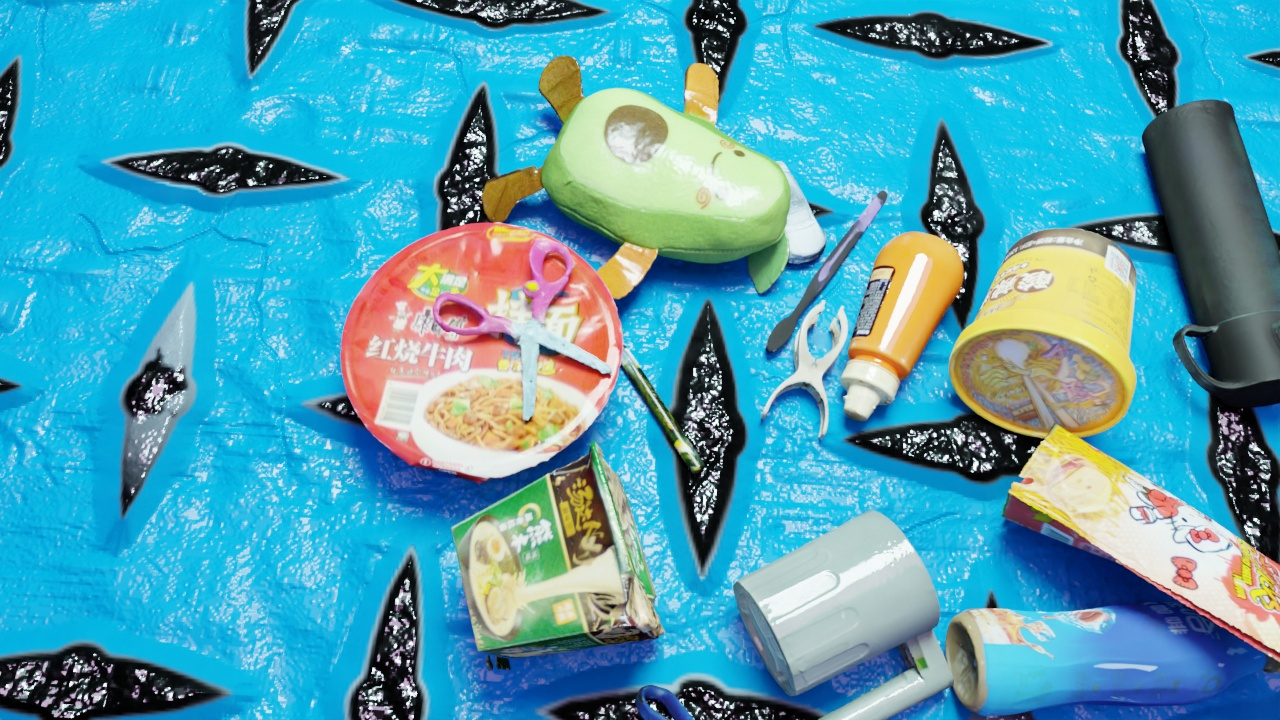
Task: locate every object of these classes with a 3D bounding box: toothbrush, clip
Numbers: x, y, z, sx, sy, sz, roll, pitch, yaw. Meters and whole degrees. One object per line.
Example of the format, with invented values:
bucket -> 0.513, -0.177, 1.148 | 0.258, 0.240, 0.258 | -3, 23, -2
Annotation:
toothbrush -> 0.150, -0.073, 0.729 | 0.014, 0.017, 0.188 | 38, 66, 1
clip -> 0.126, 0.005, 0.682 | 0.070, 0.035, 0.099 | 18, 75, 5
toothbrush -> -0.004, 0.004, 0.683 | 0.012, 0.017, 0.185 | -10, 60, -48

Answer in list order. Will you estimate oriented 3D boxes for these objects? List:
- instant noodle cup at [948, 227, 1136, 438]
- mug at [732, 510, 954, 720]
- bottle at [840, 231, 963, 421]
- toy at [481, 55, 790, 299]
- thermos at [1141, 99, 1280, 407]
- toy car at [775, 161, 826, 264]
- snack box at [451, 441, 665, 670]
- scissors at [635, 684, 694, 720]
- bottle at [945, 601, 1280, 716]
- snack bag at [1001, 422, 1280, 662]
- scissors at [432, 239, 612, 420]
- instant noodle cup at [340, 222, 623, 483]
instant noodle cup -> 0.296, -0.024, 0.659 | 0.118, 0.119, 0.114 | 26, 60, 9
mug -> 0.130, 0.173, 0.584 | 0.103, 0.084, 0.124 | -23, 88, -12
bottle -> 0.187, -0.022, 0.682 | 0.067, 0.067, 0.149 | 25, 74, 9
toy -> 0.006, -0.145, 0.712 | 0.247, 0.090, 0.226 | 20, 74, 10
thermos -> 0.445, -0.087, 0.714 | 0.090, 0.069, 0.242 | 3, 65, -6
toy car -> 0.117, -0.119, 0.736 | 0.043, 0.034, 0.090 | -17, 69, -14
snack box -> -0.054, 0.130, 0.579 | 0.105, 0.118, 0.117 | -17, 67, 1
scissors -> 0.052, 0.232, 0.526 | 0.162, 0.176, 0.012 | 19, 91, -33
bottle -> 0.312, 0.189, 0.587 | 0.218, 0.065, 0.065 | -1, 66, -3
snack bag -> 0.344, 0.125, 0.591 | 0.208, 0.073, 0.128 | 32, 25, 26
scissors -> -0.082, -0.023, 0.623 | 0.133, 0.017, 0.133 | 2, 69, -4
instant noodle cup -> -0.110, 0.000, 0.654 | 0.194, 0.066, 0.193 | 1, 65, -3
